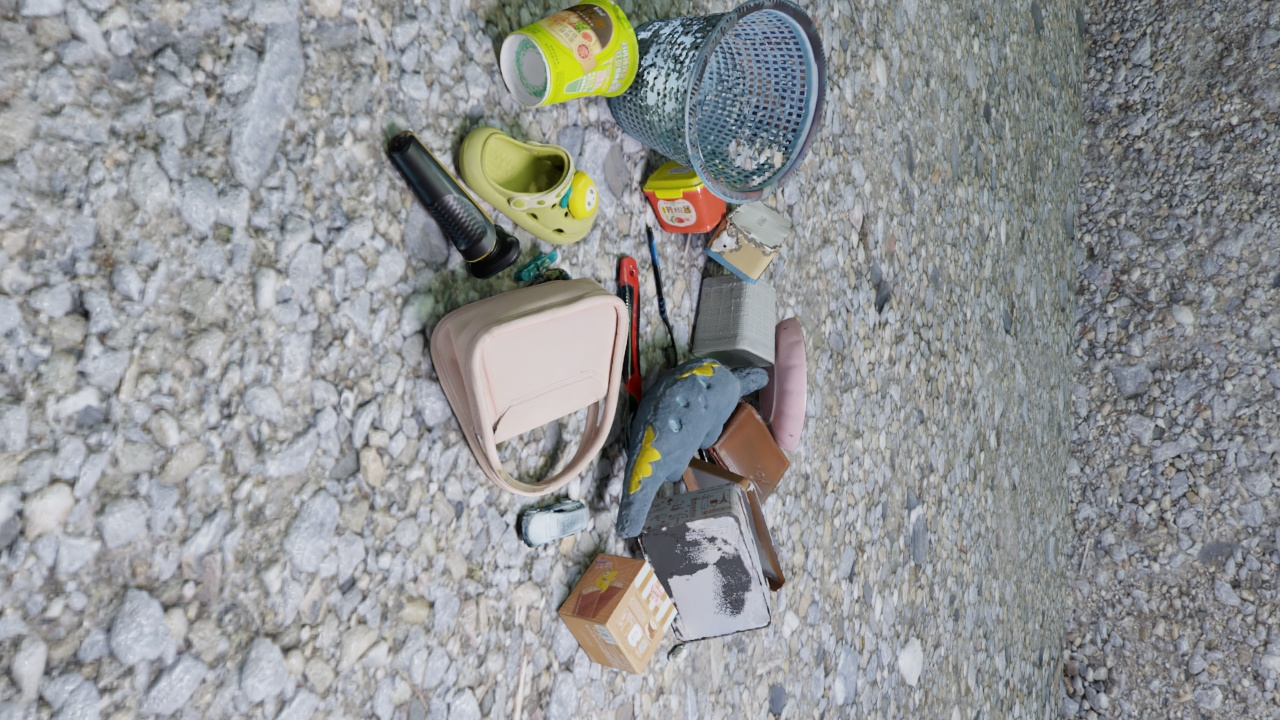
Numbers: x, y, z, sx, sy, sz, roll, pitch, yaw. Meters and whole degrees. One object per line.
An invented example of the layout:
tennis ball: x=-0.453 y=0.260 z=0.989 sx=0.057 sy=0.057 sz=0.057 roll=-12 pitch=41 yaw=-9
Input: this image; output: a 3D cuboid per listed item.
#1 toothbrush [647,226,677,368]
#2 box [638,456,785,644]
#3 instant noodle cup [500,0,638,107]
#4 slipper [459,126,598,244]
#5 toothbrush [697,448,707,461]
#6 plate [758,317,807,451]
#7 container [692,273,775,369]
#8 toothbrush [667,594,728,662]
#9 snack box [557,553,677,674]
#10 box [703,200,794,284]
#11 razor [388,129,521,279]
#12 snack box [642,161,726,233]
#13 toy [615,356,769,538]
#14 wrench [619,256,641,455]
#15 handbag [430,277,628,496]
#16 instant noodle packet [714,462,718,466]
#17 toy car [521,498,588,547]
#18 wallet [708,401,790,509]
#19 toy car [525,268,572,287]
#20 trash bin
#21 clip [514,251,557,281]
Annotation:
toothbrush: x=0.027 y=-0.080 z=1.197 sx=0.016 sy=0.014 sz=0.189 roll=-15 pitch=101 yaw=-26
box: x=0.097 y=0.230 z=1.192 sx=0.177 sy=0.153 sz=0.182 roll=-79 pitch=153 yaw=-68
instant noodle cup: x=-0.083 y=-0.330 z=1.003 sx=0.123 sy=0.112 sz=0.112 roll=-33 pitch=114 yaw=-38
slipper: x=-0.106 y=-0.188 z=0.986 sx=0.190 sy=0.082 sz=0.091 roll=23 pitch=74 yaw=-45
toothbrush: x=0.074 y=0.102 z=1.234 sx=0.016 sy=0.014 sz=0.189 roll=-23 pitch=100 yaw=-40
plate: x=0.200 y=0.034 z=1.317 sx=0.192 sy=0.039 sz=0.192 roll=178 pitch=-87 yaw=-87
container: x=0.133 y=-0.056 z=1.268 sx=0.090 sy=0.090 sz=0.114 roll=23 pitch=68 yaw=-48
toothbrush: x=0.093 y=0.356 z=1.264 sx=0.180 sy=0.018 sz=0.016 roll=-36 pitch=113 yaw=-47
snack box: x=-0.025 y=0.294 z=1.072 sx=0.094 sy=0.077 sz=0.093 roll=-52 pitch=127 yaw=-37
box: x=0.153 y=-0.170 z=1.258 sx=0.090 sy=0.061 sz=0.183 roll=38 pitch=26 yaw=5
razor: x=-0.187 y=-0.156 z=0.915 sx=0.167 sy=0.062 sz=0.067 roll=52 pitch=21 yaw=-29
snack box: x=0.062 y=-0.211 z=1.185 sx=0.081 sy=0.091 sz=0.080 roll=-50 pitch=132 yaw=-39
toy: x=0.062 y=0.071 z=1.151 sx=0.355 sy=0.092 sz=0.138 roll=-40 pitch=124 yaw=-43
wrench: x=-0.007 y=0.007 z=1.150 sx=0.056 sy=0.016 sz=0.273 roll=-12 pitch=98 yaw=-54
handbag: x=-0.106 y=0.040 z=0.967 sx=0.192 sy=0.093 sz=0.234 roll=-21 pitch=119 yaw=-32
instant noodle packet: x=0.143 y=0.159 z=1.308 sx=0.111 sy=0.044 sz=0.128 roll=56 pitch=47 yaw=-31
toy car: x=-0.095 y=0.182 z=1.026 sx=0.090 sy=0.034 sz=0.043 roll=-6 pitch=97 yaw=-49
wallet: x=0.149 y=0.132 z=1.266 sx=0.124 sy=0.032 sz=0.101 roll=55 pitch=51 yaw=-20
toy car: x=-0.115 y=-0.063 z=1.006 sx=0.105 sy=0.031 sz=0.049 roll=-37 pitch=119 yaw=-33
trash bin: x=0.076 y=-0.319 z=1.093 sx=0.226 sy=0.195 sz=0.227 roll=-20 pitch=122 yaw=-35
clip: x=-0.116 y=-0.104 z=1.016 sx=0.056 sy=0.040 sz=0.014 roll=-45 pitch=120 yaw=-36
